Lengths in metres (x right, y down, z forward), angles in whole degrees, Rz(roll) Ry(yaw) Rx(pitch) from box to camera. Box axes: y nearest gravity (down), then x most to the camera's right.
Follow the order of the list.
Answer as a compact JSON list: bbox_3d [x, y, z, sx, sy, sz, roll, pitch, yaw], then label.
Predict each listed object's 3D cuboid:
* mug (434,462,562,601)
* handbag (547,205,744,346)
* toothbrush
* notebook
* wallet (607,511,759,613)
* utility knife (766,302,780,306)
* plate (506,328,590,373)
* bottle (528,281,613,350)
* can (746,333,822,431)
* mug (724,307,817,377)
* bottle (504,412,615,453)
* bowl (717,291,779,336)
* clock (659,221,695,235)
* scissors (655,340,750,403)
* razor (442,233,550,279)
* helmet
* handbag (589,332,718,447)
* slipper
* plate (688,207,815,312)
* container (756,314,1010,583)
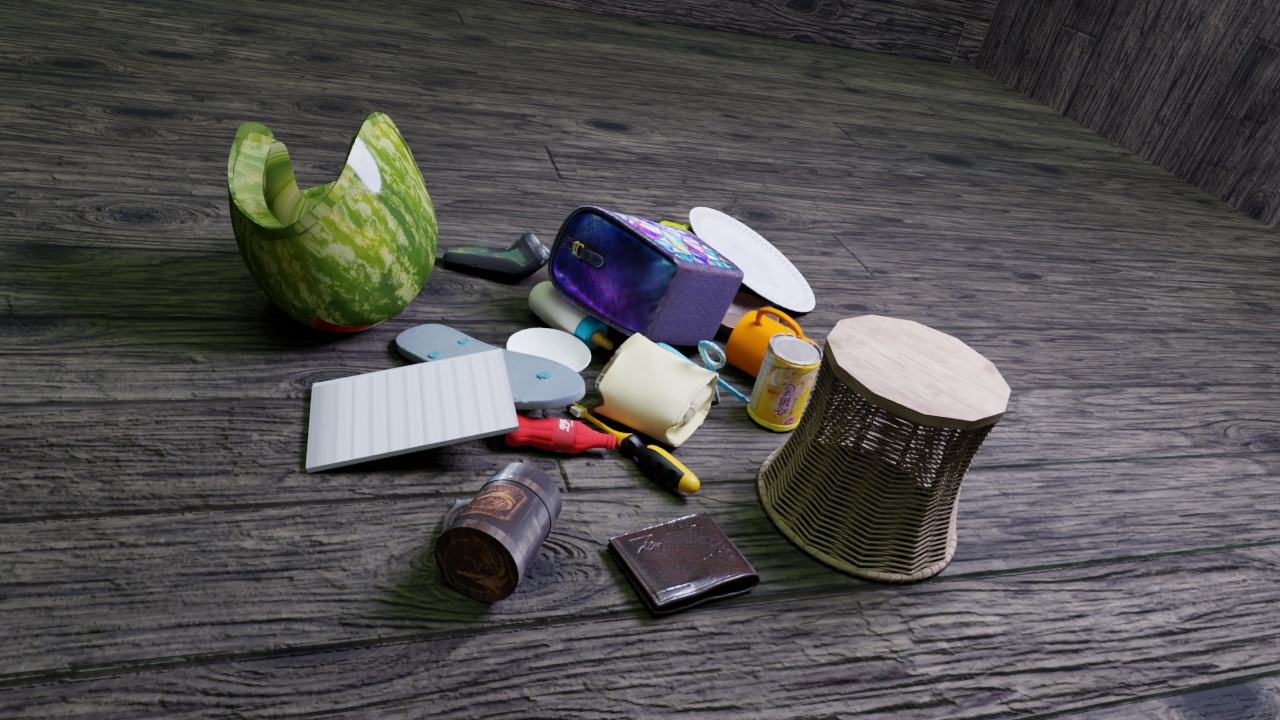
[{"bbox_3d":[-0.142,0.154,0.840,0.116,0.080,0.107,-5,24,22],"label":"mug"},{"bbox_3d":[0.001,-0.120,1.219,0.222,0.126,0.204,37,20,31],"label":"handbag"},{"bbox_3d":[-0.011,0.094,1.021,0.197,0.031,0.030,31,25,33],"label":"toothbrush"},{"bbox_3d":[-0.241,0.048,0.968,0.209,0.009,0.142,-11,37,-9],"label":"notebook"},{"bbox_3d":[0.041,0.192,0.884,0.119,0.031,0.099,-8,34,-29],"label":"wallet"},{"bbox_3d":[0.144,-0.088,1.381,0.180,0.015,0.022,1,37,-24],"label":"utility knife"},{"bbox_3d":[-0.114,-0.002,1.133,0.104,0.026,0.104,9,31,-6],"label":"plate"},{"bbox_3d":[-0.086,-0.052,1.198,0.051,0.051,0.146,-20,45,-42],"label":"bottle"},{"bbox_3d":[0.175,0.028,1.120,0.067,0.105,0.067,10,32,-6],"label":"can"},{"bbox_3d":[0.172,-0.022,1.191,0.096,0.113,0.077,31,55,26],"label":"mug"},{"bbox_3d":[-0.086,0.082,1.000,0.119,0.036,0.036,8,32,-9],"label":"bottle"},{"bbox_3d":[0.139,-0.060,1.317,0.118,0.030,0.117,10,32,-6],"label":"bowl"},{"bbox_3d":[0.045,-0.168,1.403,0.057,0.083,0.118,20,29,19],"label":"clock"},{"bbox_3d":[0.071,0.010,1.105,0.138,0.134,0.011,20,65,29],"label":"scissors"},{"bbox_3d":[-0.203,-0.150,1.299,0.151,0.067,0.054,4,17,1],"label":"razor"},{"bbox_3d":[-0.351,-0.153,1.081,0.213,0.247,0.243,-3,70,11],"label":"helmet"},{"bbox_3d":[0.014,0.038,1.073,0.119,0.081,0.110,27,41,17],"label":"handbag"},{"bbox_3d":[-0.183,0.021,1.059,0.269,0.055,0.098,19,32,30],"label":"slipper"},{"bbox_3d":[0.171,-0.154,1.429,0.242,0.016,0.242,29,28,-17],"label":"plate"},{"bbox_3d":[0.260,0.085,0.974,0.227,0.197,0.226,10,32,-6],"label":"container"}]
